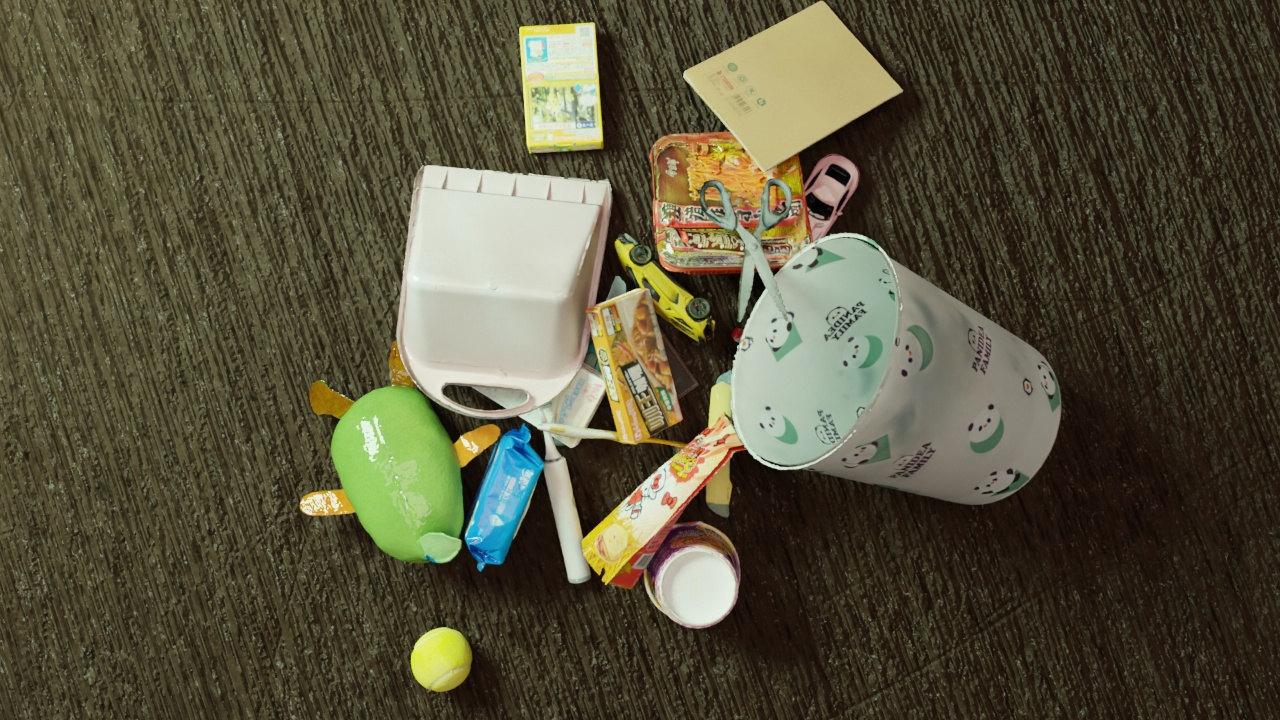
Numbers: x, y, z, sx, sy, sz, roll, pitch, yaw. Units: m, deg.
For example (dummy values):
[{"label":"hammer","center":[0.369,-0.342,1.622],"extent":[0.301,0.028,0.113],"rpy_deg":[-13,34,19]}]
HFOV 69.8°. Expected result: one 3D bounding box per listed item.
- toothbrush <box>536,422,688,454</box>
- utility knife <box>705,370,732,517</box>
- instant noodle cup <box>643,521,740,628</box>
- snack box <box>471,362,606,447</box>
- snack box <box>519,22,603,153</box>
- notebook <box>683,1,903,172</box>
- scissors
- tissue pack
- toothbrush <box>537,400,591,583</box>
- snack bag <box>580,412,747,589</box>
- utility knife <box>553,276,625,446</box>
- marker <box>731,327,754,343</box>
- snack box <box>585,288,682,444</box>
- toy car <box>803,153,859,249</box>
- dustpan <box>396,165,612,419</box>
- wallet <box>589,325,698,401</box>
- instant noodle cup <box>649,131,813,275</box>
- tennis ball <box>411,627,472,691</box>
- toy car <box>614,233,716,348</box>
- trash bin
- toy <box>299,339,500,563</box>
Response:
[{"label":"toothbrush","center":[-0.023,0.088,1.001],"extent":[0.191,0.016,0.018],"rpy_deg":[10,98,-22]},{"label":"utility knife","center":[0.091,0.093,1.032],"extent":[0.031,0.018,0.165],"rpy_deg":[4,89,-5]},{"label":"instant noodle cup","center":[0.057,0.235,0.985],"extent":[0.111,0.099,0.111],"rpy_deg":[0,87,1]},{"label":"snack box","center":[-0.118,0.020,1.011],"extent":[0.157,0.026,0.085],"rpy_deg":[30,104,6]},{"label":"snack box","center":[-0.089,-0.309,1.044],"extent":[0.087,0.034,0.140],"rpy_deg":[-4,86,-1]},{"label":"notebook","center":[0.171,-0.307,1.017],"extent":[0.207,0.008,0.148],"rpy_deg":[-33,77,-19]},{"label":"scissors","center":[0.112,-0.120,0.921],"extent":[0.159,0.014,0.174],"rpy_deg":[37,66,15]},{"label":"tissue pack","center":[-0.146,0.145,0.989],"extent":[0.052,0.095,0.157],"rpy_deg":[22,86,-12]},{"label":"toothbrush","center":[-0.088,0.136,0.999],"extent":[0.026,0.027,0.221],"rpy_deg":[-14,100,-15]},{"label":"snack bag","center":[0.030,0.145,0.971],"extent":[0.073,0.128,0.208],"rpy_deg":[41,96,-6]},{"label":"utility knife","center":[-0.055,0.004,1.017],"extent":[0.029,0.013,0.205],"rpy_deg":[21,100,8]},{"label":"marker","center":[0.167,0.006,1.038],"extent":[0.145,0.017,0.017],"rpy_deg":[32,87,1]},{"label":"snack box","center":[-0.006,0.006,0.983],"extent":[0.075,0.026,0.154],"rpy_deg":[-25,107,-37]},{"label":"toy car","center":[0.202,-0.177,1.038],"extent":[0.056,0.037,0.122],"rpy_deg":[32,88,3]},{"label":"dustpan","center":[-0.156,-0.080,1.004],"extent":[0.222,0.139,0.272],"rpy_deg":[7,44,0]},{"label":"wallet","center":[-0.006,0.005,1.036],"extent":[0.096,0.020,0.122],"rpy_deg":[-34,90,-2]},{"label":"instant noodle cup","center":[0.094,-0.163,0.996],"extent":[0.164,0.079,0.188],"rpy_deg":[-1,61,-1]},{"label":"tennis ball","center":[-0.215,0.323,0.993],"extent":[0.065,0.065,0.065],"rpy_deg":[0,87,-1]},{"label":"toy car","center":[0.024,-0.077,1.014],"extent":[0.041,0.071,0.156],"rpy_deg":[-44,86,-7]},{"label":"trash bin","center":[0.257,0.026,0.910],"extent":[0.251,0.230,0.229],"rpy_deg":[20,86,-28]},{"label":"toy","center":[-0.261,0.109,0.985],"extent":[0.227,0.090,0.246],"rpy_deg":[-23,77,1]}]
